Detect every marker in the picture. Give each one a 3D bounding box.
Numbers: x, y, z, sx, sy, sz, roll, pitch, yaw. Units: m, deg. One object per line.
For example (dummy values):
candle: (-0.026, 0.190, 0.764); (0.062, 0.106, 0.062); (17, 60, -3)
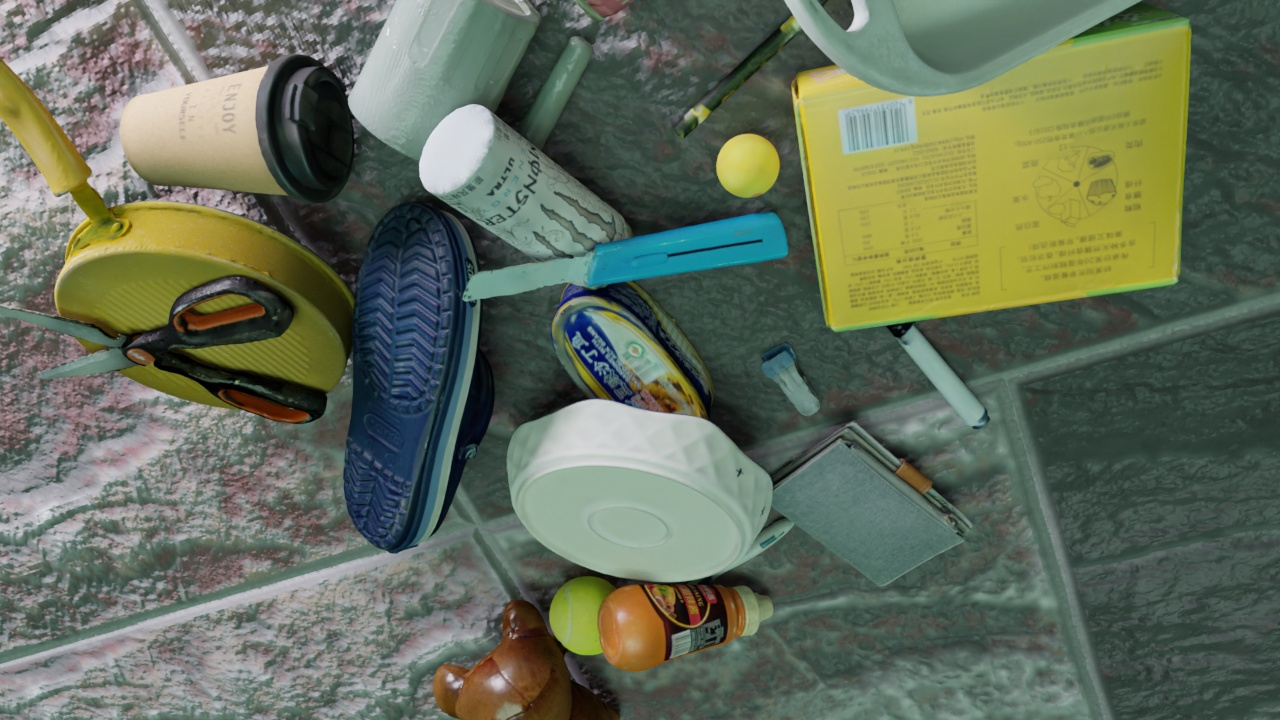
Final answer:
marker: (0.208, 0.000, 0.652); (0.023, 0.018, 0.130); (-40, 107, 15)

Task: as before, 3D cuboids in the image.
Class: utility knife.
utility knife: (-0.005, -0.064, 0.586); (0.222, 0.018, 0.034); (-12, 122, -19)

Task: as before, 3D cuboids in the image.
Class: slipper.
slipper: (-0.147, 0.017, 0.658); (0.105, 0.095, 0.253); (20, 106, 32)

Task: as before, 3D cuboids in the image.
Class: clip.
clip: (0.111, 0.016, 0.674); (0.026, 0.036, 0.058); (-29, 111, 19)

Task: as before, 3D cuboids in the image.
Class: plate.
plate: (-0.005, 0.108, 0.686); (0.205, 0.045, 0.205); (8, 141, 7)

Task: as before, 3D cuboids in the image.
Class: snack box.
snack box: (0.208, -0.112, 0.559); (0.210, 0.069, 0.158); (-8, 117, 12)

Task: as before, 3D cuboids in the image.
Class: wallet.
wallet: (0.175, 0.111, 0.709); (0.129, 0.036, 0.107); (38, 127, -11)

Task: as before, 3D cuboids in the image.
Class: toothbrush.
toothbrush: (0.092, -0.199, 0.561); (0.186, 0.012, 0.017); (-39, 119, 24)
toothbrush: (0.060, 0.185, 0.778); (0.018, 0.016, 0.192); (38, 118, -24)

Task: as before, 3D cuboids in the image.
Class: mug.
mug: (-0.102, -0.178, 0.569); (0.123, 0.083, 0.104); (18, 122, -31)

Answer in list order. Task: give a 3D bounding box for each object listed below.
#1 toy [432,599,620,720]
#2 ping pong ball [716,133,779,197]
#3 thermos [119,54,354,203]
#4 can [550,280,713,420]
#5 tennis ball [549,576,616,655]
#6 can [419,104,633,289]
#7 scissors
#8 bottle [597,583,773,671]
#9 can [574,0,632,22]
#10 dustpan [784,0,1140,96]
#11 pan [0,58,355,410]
toy: (-0.096, 0.313, 0.814); (0.140, 0.130, 0.200); (-41, 125, -15)
ping pong ball: (0.069, -0.125, 0.588); (0.040, 0.040, 0.040); (3, 119, 6)
thermos: (-0.259, -0.148, 0.598); (0.143, 0.092, 0.093); (1, 119, 15)
can: (-0.004, 0.004, 0.665); (0.075, 0.049, 0.148); (-31, 111, 23)
tennis ball: (-0.045, 0.216, 0.780); (0.065, 0.065, 0.066); (3, 119, 6)
can: (-0.066, -0.097, 0.573); (0.058, 0.058, 0.146); (-31, 145, 22)
scissors: (-0.318, -0.002, 0.630); (0.221, 0.021, 0.232); (-24, 138, 32)
bottle: (0.042, 0.210, 0.746); (0.149, 0.066, 0.067); (-2, 123, -24)
can: (0.018, -0.258, 0.511); (0.148, 0.057, 0.058); (-32, 110, 23)
dustpan: (0.177, -0.251, 0.435); (0.258, 0.142, 0.223); (-21, 114, 14)
pan: (-0.333, -0.087, 0.598); (0.198, 0.078, 0.357); (-13, 142, 21)
